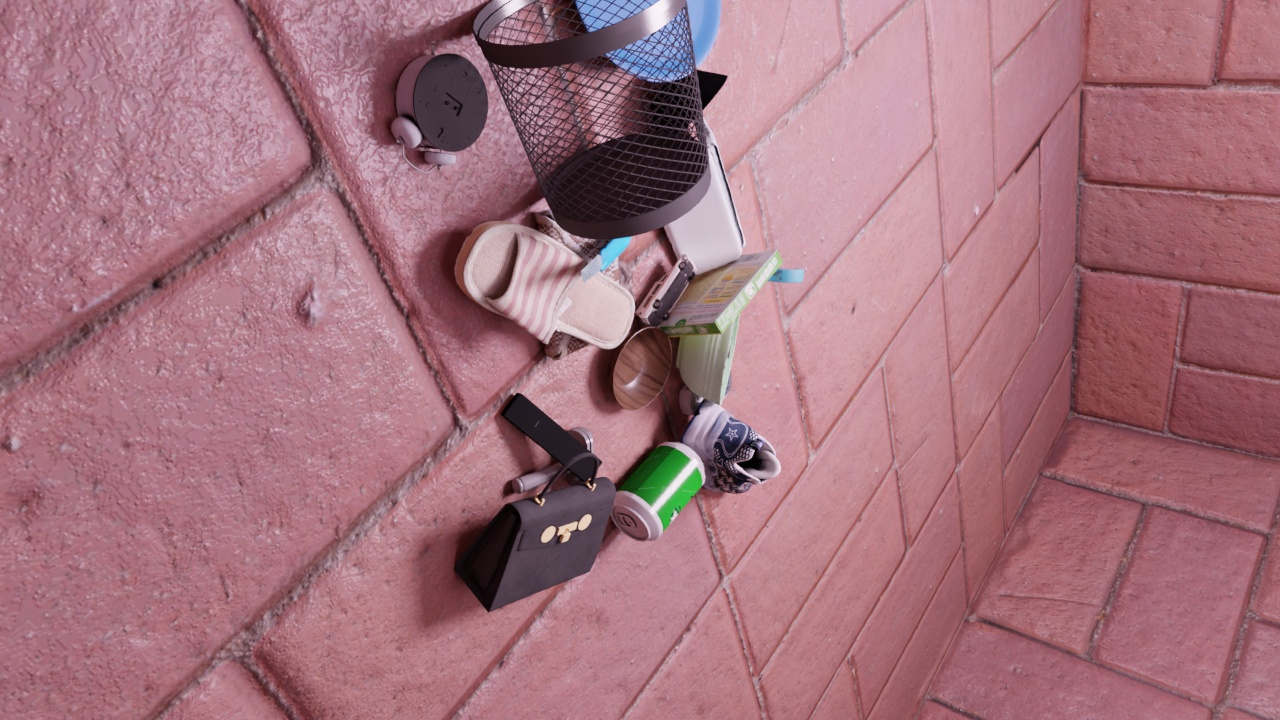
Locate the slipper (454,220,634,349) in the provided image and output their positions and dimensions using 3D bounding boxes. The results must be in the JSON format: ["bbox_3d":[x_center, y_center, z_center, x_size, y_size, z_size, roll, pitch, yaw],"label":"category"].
[{"bbox_3d":[-0.094,-0.074,1.046,0.262,0.052,0.115,23,87,-46],"label":"slipper"}]

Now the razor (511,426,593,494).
[{"bbox_3d":[-0.113,0.143,1.171,0.116,0.047,0.088,-18,116,-40],"label":"razor"}]

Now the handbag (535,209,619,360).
[{"bbox_3d":[-0.071,-0.100,1.132,0.123,0.047,0.186,-25,121,-47],"label":"handbag"}]

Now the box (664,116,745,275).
[{"bbox_3d":[0.073,-0.225,1.277,0.129,0.105,0.211,-103,172,-47],"label":"box"}]

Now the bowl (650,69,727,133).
[{"bbox_3d":[0.050,-0.338,1.181,0.052,0.124,0.123,41,65,-14],"label":"bowl"}]

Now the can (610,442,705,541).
[{"bbox_3d":[0.025,0.188,1.321,0.139,0.088,0.088,-45,133,-34],"label":"can"}]

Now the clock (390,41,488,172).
[{"bbox_3d":[-0.204,-0.248,0.920,0.094,0.035,0.122,31,78,-52],"label":"clock"}]

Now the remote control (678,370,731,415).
[{"bbox_3d":[0.101,0.045,1.419,0.114,0.028,0.060,-30,125,-44],"label":"remote control"}]

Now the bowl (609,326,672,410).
[{"bbox_3d":[-0.007,0.007,1.258,0.119,0.032,0.119,-24,125,-42],"label":"bowl"}]

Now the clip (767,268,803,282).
[{"bbox_3d":[0.196,-0.142,1.465,0.120,0.122,0.033,-81,174,-73],"label":"clip"}]

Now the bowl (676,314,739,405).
[{"bbox_3d":[0.096,-0.015,1.334,0.151,0.077,0.151,12,89,-82],"label":"bowl"}]

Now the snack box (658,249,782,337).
[{"bbox_3d":[0.107,-0.093,1.293,0.167,0.132,0.027,-47,118,-32],"label":"snack box"}]

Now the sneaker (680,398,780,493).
[{"bbox_3d":[0.158,0.157,1.424,0.103,0.132,0.269,-59,152,-17],"label":"sneaker"}]

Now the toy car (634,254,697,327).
[{"bbox_3d":[0.034,-0.095,1.274,0.113,0.039,0.039,-58,141,-15],"label":"toy car"}]

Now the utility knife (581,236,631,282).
[{"bbox_3d":[-0.038,-0.127,1.080,0.219,0.015,0.031,-59,149,-67],"label":"utility knife"}]

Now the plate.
[{"bbox_3d":[0.005,-0.445,1.096,0.223,0.024,0.224,-2,93,-36],"label":"plate"}]

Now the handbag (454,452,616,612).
[{"bbox_3d":[-0.103,0.185,1.103,0.175,0.072,0.196,-8,134,-51],"label":"handbag"}]

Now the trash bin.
[{"bbox_3d":[-0.037,-0.277,0.980,0.217,0.218,0.228,-48,138,-32],"label":"trash bin"}]

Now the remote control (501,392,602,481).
[{"bbox_3d":[-0.108,0.097,1.135,0.150,0.013,0.034,43,73,-27],"label":"remote control"}]
